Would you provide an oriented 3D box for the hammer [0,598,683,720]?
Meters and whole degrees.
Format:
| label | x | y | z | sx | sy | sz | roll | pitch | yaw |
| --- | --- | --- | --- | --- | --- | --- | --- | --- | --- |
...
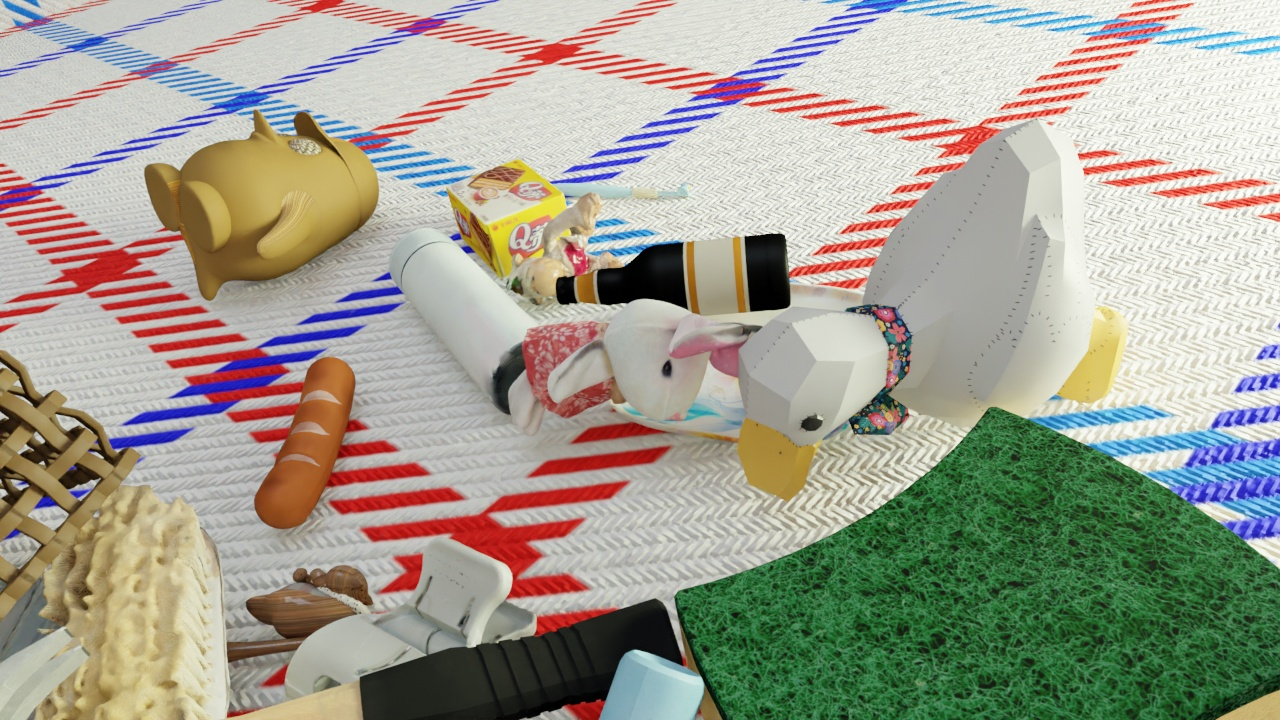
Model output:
| label | x | y | z | sx | sy | sz | roll | pitch | yaw |
| --- | --- | --- | --- | --- | --- | --- | --- | --- | --- |
| hammer | -0.141 | 0.165 | 0.417 | 0.327 | 0.039 | 0.131 | -9 | 53 | -15 |

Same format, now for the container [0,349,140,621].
| label | x | y | z | sx | sy | sz | roll | pitch | yaw |
| --- | --- | --- | --- | --- | --- | --- | --- | --- | --- |
| container | -0.460 | 0.081 | 0.463 | 0.252 | 0.214 | 0.218 | -16 | 36 | 39 |

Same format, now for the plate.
| label | x | y | z | sx | sy | sz | roll | pitch | yaw |
| --- | --- | --- | --- | --- | --- | --- | --- | --- | --- |
| plate | 0.081 | -0.001 | 0.691 | 0.187 | 0.016 | 0.186 | 8 | 41 | 22 |

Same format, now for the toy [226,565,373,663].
| label | x | y | z | sx | sy | sz | roll | pitch | yaw |
| --- | --- | --- | --- | --- | --- | --- | --- | --- | --- |
| toy | -0.205 | 0.151 | 0.546 | 0.102 | 0.042 | 0.054 | -5 | 59 | -6 |

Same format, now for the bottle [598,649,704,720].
| label | x | y | z | sx | sy | sz | roll | pitch | yaw |
| --- | --- | --- | --- | --- | --- | --- | --- | --- | --- |
| bottle | -0.011 | 0.196 | 0.401 | 0.040 | 0.040 | 0.130 | 15 | 78 | 29 |

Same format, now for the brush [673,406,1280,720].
| label | x | y | z | sx | sy | sz | roll | pitch | yaw |
| --- | --- | --- | --- | --- | --- | --- | --- | --- | --- |
| brush | 0.162 | 0.144 | 0.435 | 0.249 | 0.075 | 0.195 | -26 | 40 | -19 |

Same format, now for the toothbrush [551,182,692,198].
| label | x | y | z | sx | sy | sz | roll | pitch | yaw |
| --- | --- | --- | --- | --- | --- | --- | --- | --- | --- |
| toothbrush | -0.023 | -0.175 | 0.941 | 0.155 | 0.016 | 0.022 | 4 | 8 | 18 |

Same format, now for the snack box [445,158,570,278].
| label | x | y | z | sx | sy | sz | roll | pitch | yaw |
| --- | --- | --- | --- | --- | --- | --- | --- | --- | --- |
| snack box | -0.124 | -0.137 | 0.879 | 0.083 | 0.061 | 0.106 | -26 | 40 | -19 |

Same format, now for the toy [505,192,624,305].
| label | x | y | z | sx | sy | sz | roll | pitch | yaw |
| --- | --- | --- | --- | --- | --- | --- | --- | --- | --- |
| toy | -0.071 | -0.088 | 0.793 | 0.106 | 0.085 | 0.074 | -25 | 17 | -3 |

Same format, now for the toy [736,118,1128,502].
| label | x | y | z | sx | sy | sz | roll | pitch | yaw |
| --- | --- | --- | --- | --- | --- | --- | --- | --- | --- |
| toy | 0.181 | -0.027 | 0.555 | 0.267 | 0.247 | 0.141 | -2 | 36 | -35 |

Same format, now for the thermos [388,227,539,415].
| label | x | y | z | sx | sy | sz | roll | pitch | yaw |
| --- | --- | --- | --- | --- | --- | --- | --- | --- | --- |
| thermos | -0.140 | -0.039 | 0.753 | 0.067 | 0.068 | 0.230 | -27 | 40 | -20 |

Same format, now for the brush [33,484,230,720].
| label | x | y | z | sx | sy | sz | roll | pitch | yaw |
| --- | --- | --- | --- | --- | --- | --- | --- | --- | --- |
| brush | -0.251 | 0.186 | 0.456 | 0.083 | 0.057 | 0.271 | -16 | 52 | -8 |

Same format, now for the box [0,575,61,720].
| label | x | y | z | sx | sy | sz | roll | pitch | yaw |
| --- | --- | --- | --- | --- | --- | --- | --- | --- | --- |
| box | -0.390 | 0.196 | 0.534 | 0.193 | 0.061 | 0.209 | -25 | 35 | 12 |

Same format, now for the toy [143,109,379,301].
| label | x | y | z | sx | sy | sz | roll | pitch | yaw |
| --- | --- | --- | --- | --- | --- | --- | --- | --- | --- |
| toy | -0.355 | -0.166 | 0.907 | 0.199 | 0.163 | 0.202 | 26 | 40 | 35 |

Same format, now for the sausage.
| label | x | y | z | sx | sy | sz | roll | pitch | yaw |
| --- | --- | --- | --- | --- | --- | --- | --- | --- | --- |
| sausage | -0.240 | 0.059 | 0.669 | 0.039 | 0.044 | 0.164 | -16 | 36 | 10 |

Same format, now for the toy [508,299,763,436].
| label | x | y | z | sx | sy | sz | roll | pitch | yaw |
| --- | --- | --- | --- | --- | --- | --- | --- | --- | --- |
| toy | -0.004 | 0.004 | 0.608 | 0.194 | 0.159 | 0.084 | -13 | 80 | 19 |

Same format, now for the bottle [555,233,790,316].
| label | x | y | z | sx | sy | sz | roll | pitch | yaw |
| --- | --- | --- | --- | --- | --- | --- | --- | --- | --- |
| bottle | 0.024 | -0.062 | 0.718 | 0.182 | 0.059 | 0.059 | -4 | 38 | 8 |

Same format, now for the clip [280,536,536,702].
| label | x | y | z | sx | sy | sz | roll | pitch | yaw |
| --- | --- | --- | --- | --- | --- | --- | --- | --- | --- |
| clip | -0.121 | 0.170 | 0.491 | 0.125 | 0.074 | 0.143 | 18 | 56 | 29 |
